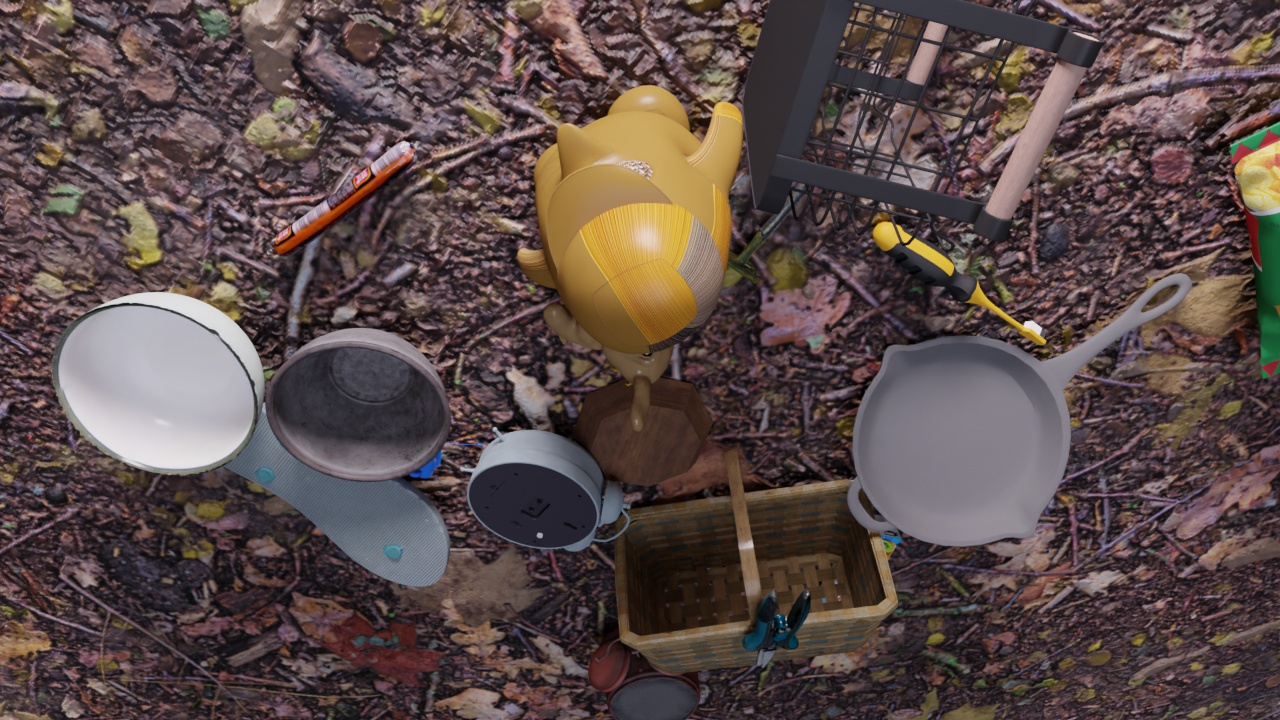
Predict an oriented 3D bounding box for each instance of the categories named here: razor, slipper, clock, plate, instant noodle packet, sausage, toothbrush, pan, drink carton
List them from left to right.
[{"bbox_3d":[-0.279,0.106,0.841,0.268,0.054,0.098,39,112,-16],"label":"slipper"},{"bbox_3d":[-0.224,-0.119,0.692,0.155,0.020,0.020,-31,123,17],"label":"sausage"},{"bbox_3d":[-0.084,0.126,0.851,0.159,0.045,0.123,29,130,-16],"label":"clock"},{"bbox_3d":[0.004,0.071,0.848,0.131,0.025,0.131,-3,126,-4],"label":"plate"},{"bbox_3d":[0.008,0.345,1.021,0.120,0.072,0.158,-15,127,6],"label":"clock"},{"bbox_3d":[0.107,-0.112,0.728,0.042,0.026,0.106,31,114,-22],"label":"razor"},{"bbox_3d":[0.229,0.217,0.969,0.044,0.038,0.129,10,124,-13],"label":"drink carton"},{"bbox_3d":[0.271,-0.061,0.770,0.196,0.031,0.030,29,76,-19],"label":"toothbrush"},{"bbox_3d":[0.337,0.034,0.827,0.355,0.024,0.216,-37,95,7],"label":"pan"},{"bbox_3d":[0.582,-0.113,0.728,0.196,0.090,0.253,-26,124,13],"label":"instant noodle packet"}]

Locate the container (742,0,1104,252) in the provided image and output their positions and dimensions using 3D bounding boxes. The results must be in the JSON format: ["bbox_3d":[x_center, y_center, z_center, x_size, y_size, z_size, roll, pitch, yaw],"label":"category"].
[{"bbox_3d":[0.150,-0.186,0.551,0.130,0.240,0.163,12,124,-5],"label":"container"}]

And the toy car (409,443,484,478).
[{"bbox_3d":[-0.199,0.073,0.840,0.092,0.061,0.033,25,123,13],"label":"toy car"}]

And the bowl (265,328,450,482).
[{"bbox_3d":[-0.230,0.026,0.767,0.145,0.067,0.145,-3,126,-4],"label":"bowl"}]

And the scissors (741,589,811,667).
[{"bbox_3d":[0.121,0.230,0.779,0.138,0.019,0.129,-31,133,30],"label":"scissors"}]

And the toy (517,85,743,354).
[{"bbox_3d":[-0.009,-0.089,0.619,0.199,0.203,0.162,-32,123,17],"label":"toy"}]

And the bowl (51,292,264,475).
[{"bbox_3d":[-0.372,0.010,0.732,0.153,0.072,0.154,0,119,0],"label":"bowl"}]

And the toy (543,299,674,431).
[{"bbox_3d":[-0.019,-0.025,0.742,0.108,0.133,0.106,24,148,9],"label":"toy"}]

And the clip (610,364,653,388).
[{"bbox_3d":[-0.006,0.002,0.791,0.047,0.052,0.039,-9,135,40],"label":"clip"}]

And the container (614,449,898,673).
[{"bbox_3d":[0.099,0.185,0.854,0.250,0.157,0.187,-8,135,4],"label":"container"}]

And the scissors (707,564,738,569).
[{"bbox_3d":[0.054,0.184,0.949,0.138,0.015,0.063,29,121,-17],"label":"scissors"}]

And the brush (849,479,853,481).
[{"bbox_3d":[0.257,0.107,0.909,0.218,0.012,0.033,-27,124,12],"label":"brush"}]
